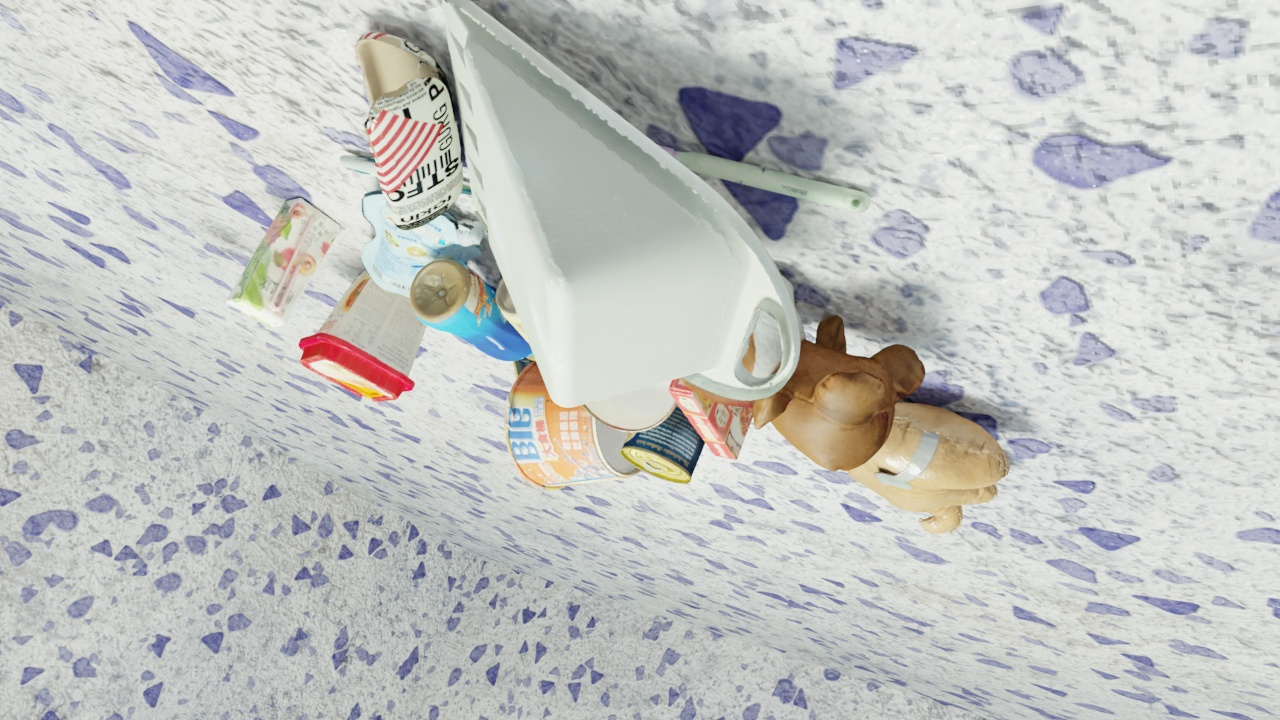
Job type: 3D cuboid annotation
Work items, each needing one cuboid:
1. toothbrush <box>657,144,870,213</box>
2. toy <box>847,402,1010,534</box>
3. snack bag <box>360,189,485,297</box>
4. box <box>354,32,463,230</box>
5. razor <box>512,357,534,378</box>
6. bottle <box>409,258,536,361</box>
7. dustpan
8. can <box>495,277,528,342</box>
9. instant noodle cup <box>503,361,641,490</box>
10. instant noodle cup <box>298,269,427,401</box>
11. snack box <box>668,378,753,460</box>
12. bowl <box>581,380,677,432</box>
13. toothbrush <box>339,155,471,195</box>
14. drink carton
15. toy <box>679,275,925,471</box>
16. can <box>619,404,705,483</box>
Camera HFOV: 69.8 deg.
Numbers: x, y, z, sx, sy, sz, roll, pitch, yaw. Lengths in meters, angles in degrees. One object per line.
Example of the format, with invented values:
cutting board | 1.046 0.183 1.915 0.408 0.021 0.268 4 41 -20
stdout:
toothbrush | 0.052 -0.121 0.581 0.190 0.029 0.020 17 -159 12
toy | 0.256 0.103 0.848 0.143 0.082 0.226 23 164 22
snack bag | -0.209 -0.105 0.863 0.110 0.038 0.191 25 158 -11
box | -0.165 -0.164 0.648 0.088 0.076 0.163 55 166 15
razor | -0.121 0.046 1.081 0.067 0.062 0.168 37 149 42
bottle | -0.145 -0.037 0.907 0.065 0.065 0.218 14 171 22
dustpan | -0.015 -0.080 0.590 0.142 0.257 0.223 -16 156 -12
can | -0.087 -0.038 0.875 0.059 0.058 0.116 12 158 27
instant noodle cup | -0.058 0.068 1.002 0.112 0.151 0.151 -4 148 35
instant noodle cup | -0.294 -0.031 1.013 0.116 0.124 0.117 34 158 -29
snack box | 0.072 0.031 0.859 0.025 0.075 0.153 12 157 28
bowl | -0.005 0.005 0.867 0.113 0.114 0.062 16 -159 17
toothbrush | -0.166 -0.148 0.745 0.192 0.016 0.018 16 149 17
drink carton | -0.353 -0.097 0.910 0.046 0.122 0.053 -2 149 45
toy | 0.100 -0.002 0.693 0.200 0.131 0.139 22 -159 32
can | 0.036 0.057 0.913 0.075 0.111 0.075 22 160 8
